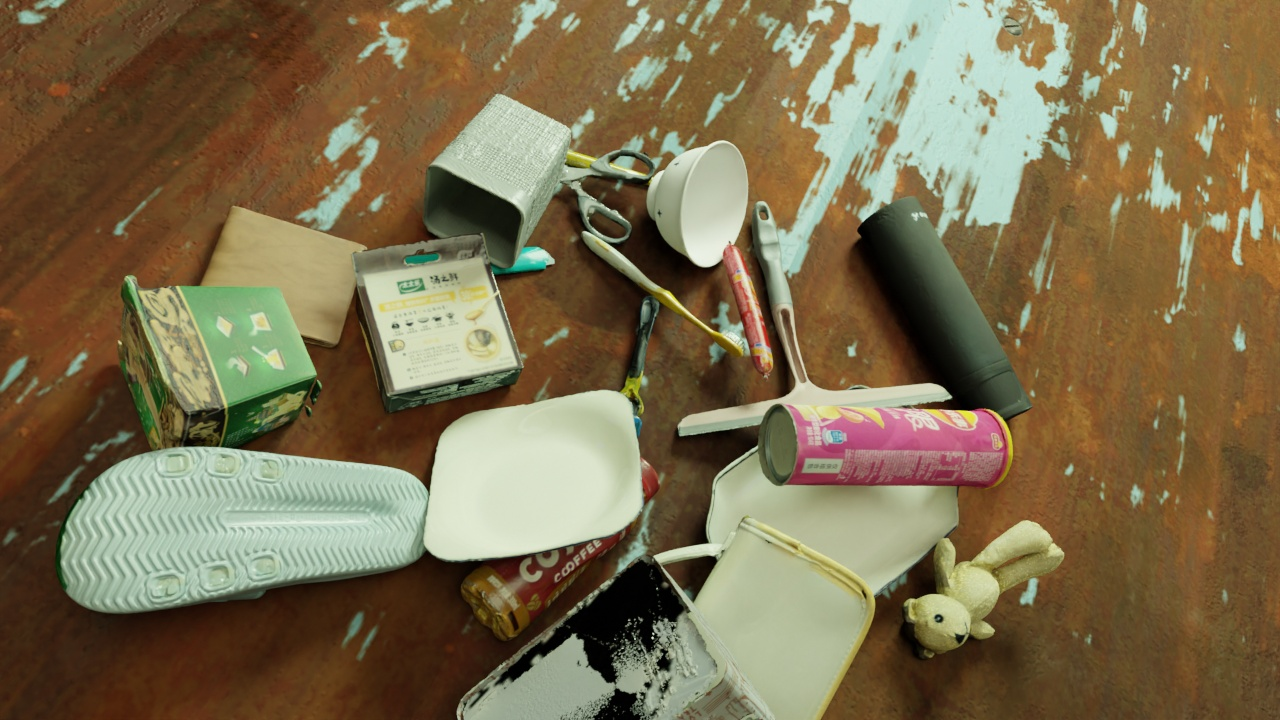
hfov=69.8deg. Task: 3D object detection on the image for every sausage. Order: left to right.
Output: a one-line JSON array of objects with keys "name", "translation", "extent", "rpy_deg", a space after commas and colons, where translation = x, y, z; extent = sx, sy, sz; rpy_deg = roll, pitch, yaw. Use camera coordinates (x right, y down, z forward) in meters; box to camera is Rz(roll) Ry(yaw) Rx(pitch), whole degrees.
[{"name": "sausage", "translation": [0.100, -0.049, 0.852], "extent": [0.020, 0.020, 0.155], "rpy_deg": [-1, 59, -20]}]

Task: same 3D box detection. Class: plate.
[{"name": "plate", "translation": [-0.079, 0.093, 0.703], "extent": [0.163, 0.034, 0.164], "rpy_deg": [-10, 38, 3]}, {"name": "plate", "translation": [0.171, 0.129, 0.814], "extent": [0.265, 0.034, 0.162], "rpy_deg": [-30, 78, -28]}]

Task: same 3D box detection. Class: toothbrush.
[{"name": "toothbrush", "translation": [-0.010, -0.187, 0.909], "extent": [0.190, 0.017, 0.015], "rpy_deg": [13, 61, -13]}, {"name": "toothbrush", "translation": [0.021, -0.064, 0.850], "extent": [0.191, 0.016, 0.018], "rpy_deg": [38, 53, 10]}]

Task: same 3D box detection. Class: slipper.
[{"name": "slipper", "translation": [-0.267, 0.117, 0.646], "extent": [0.245, 0.074, 0.104], "rpy_deg": [3, 71, -36]}]

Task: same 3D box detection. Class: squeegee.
[{"name": "squeegee", "translation": [0.139, -0.047, 0.884], "extent": [0.247, 0.040, 0.249], "rpy_deg": [-7, 61, -3]}]

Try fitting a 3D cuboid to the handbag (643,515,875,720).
[{"name": "handbag", "translation": [0.066, 0.200, 0.702], "extent": [0.179, 0.063, 0.163], "rpy_deg": [31, 85, 3]}]

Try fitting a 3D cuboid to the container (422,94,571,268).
[{"name": "container", "translation": [-0.122, -0.161, 0.805], "extent": [0.090, 0.090, 0.114], "rpy_deg": [27, 57, 0]}]

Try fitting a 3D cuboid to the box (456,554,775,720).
[{"name": "box", "translation": [0.016, 0.274, 0.623], "extent": [0.183, 0.156, 0.193], "rpy_deg": [-38, 126, -3]}]

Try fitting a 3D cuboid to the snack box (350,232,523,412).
[{"name": "snack box", "translation": [-0.170, -0.032, 0.759], "extent": [0.113, 0.053, 0.125], "rpy_deg": [-12, 70, -24]}]

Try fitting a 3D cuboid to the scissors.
[{"name": "scissors", "translation": [-0.067, -0.176, 0.876], "extent": [0.159, 0.014, 0.175], "rpy_deg": [-26, 85, -13]}]

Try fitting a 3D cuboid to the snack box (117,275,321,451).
[{"name": "snack box", "translation": [-0.307, 0.005, 0.669], "extent": [0.105, 0.119, 0.117], "rpy_deg": [-17, 73, -38]}]

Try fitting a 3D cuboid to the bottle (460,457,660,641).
[{"name": "bottle", "translation": [-0.057, 0.139, 0.716], "extent": [0.174, 0.058, 0.057], "rpy_deg": [-39, 83, -29]}]

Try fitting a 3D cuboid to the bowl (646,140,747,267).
[{"name": "bowl", "translation": [0.046, -0.153, 0.877], "extent": [0.065, 0.118, 0.118], "rpy_deg": [18, 53, 32]}]

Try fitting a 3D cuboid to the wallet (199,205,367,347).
[{"name": "wallet", "translation": [-0.294, -0.068, 0.754], "extent": [0.115, 0.020, 0.101], "rpy_deg": [16, 61, -15]}]

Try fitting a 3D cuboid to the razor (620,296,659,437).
[{"name": "razor", "translation": [-0.005, 0.005, 0.818], "extent": [0.043, 0.022, 0.142], "rpy_deg": [5, 62, 17]}]

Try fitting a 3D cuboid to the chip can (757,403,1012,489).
[{"name": "chip can", "translation": [0.211, 0.074, 0.791], "extent": [0.210, 0.072, 0.071], "rpy_deg": [3, 65, -18]}]

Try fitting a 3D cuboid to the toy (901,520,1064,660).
[{"name": "toy", "translation": [0.297, 0.198, 0.796], "extent": [0.157, 0.066, 0.105], "rpy_deg": [-31, 109, -11]}]

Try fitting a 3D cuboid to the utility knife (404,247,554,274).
[{"name": "utility knife", "translation": [-0.150, -0.084, 0.815], "extent": [0.156, 0.013, 0.029], "rpy_deg": [-8, 72, -25]}]

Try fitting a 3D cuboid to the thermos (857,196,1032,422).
[{"name": "thermos", "translation": [0.311, -0.046, 0.936], "extent": [0.089, 0.069, 0.242], "rpy_deg": [-4, 65, -56]}]
